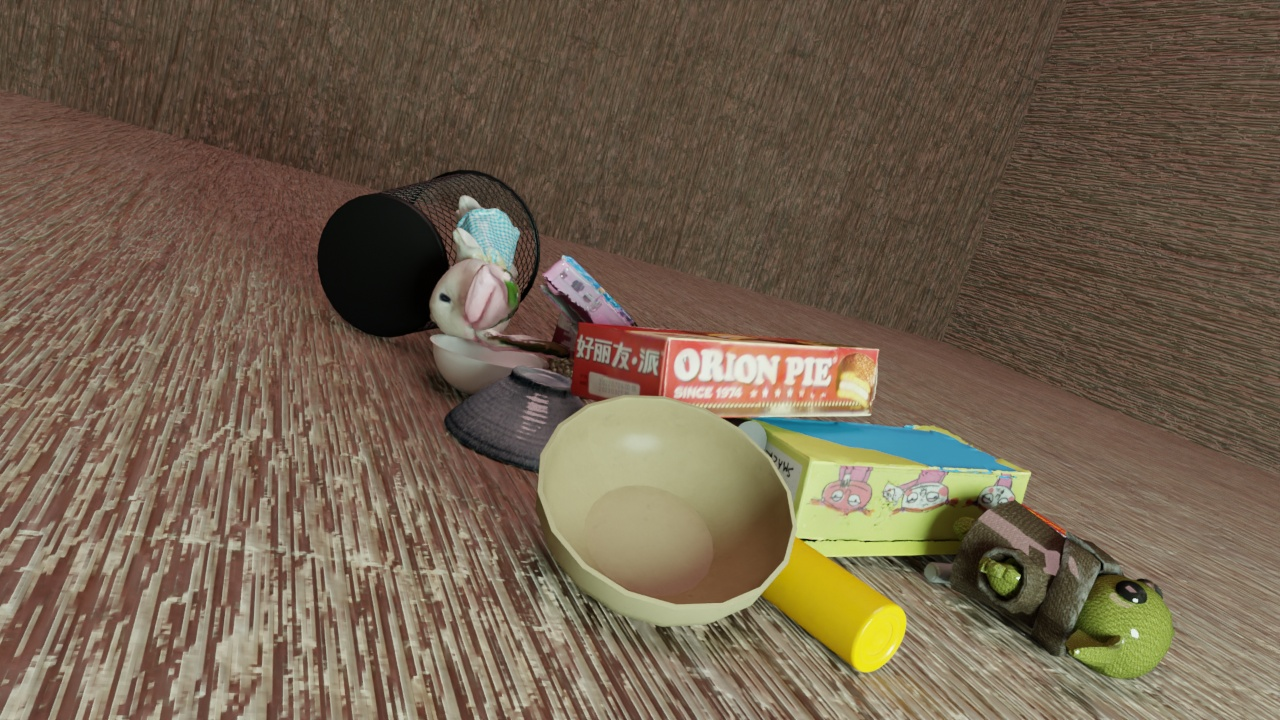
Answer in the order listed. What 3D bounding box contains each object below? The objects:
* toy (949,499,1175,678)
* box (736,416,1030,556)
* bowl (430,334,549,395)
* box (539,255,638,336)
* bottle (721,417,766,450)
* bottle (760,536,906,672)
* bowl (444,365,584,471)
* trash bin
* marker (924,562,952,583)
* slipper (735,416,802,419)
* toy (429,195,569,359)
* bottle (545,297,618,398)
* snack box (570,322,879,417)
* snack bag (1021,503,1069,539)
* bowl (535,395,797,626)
[{"bbox_3d":[0.295,0.160,0.651,0.179,0.078,0.153,10,14,-44],"label":"toy"},{"bbox_3d":[0.190,0.101,0.747,0.220,0.081,0.124,7,13,-26],"label":"box"},{"bbox_3d":[-0.142,0.011,0.841,0.110,0.040,0.110,15,9,-3],"label":"bowl"},{"bbox_3d":[-0.006,0.006,0.838,0.230,0.053,0.085,46,-6,0],"label":"box"},{"bbox_3d":[0.059,0.059,0.742,0.030,0.030,0.113,12,-3,-24],"label":"bottle"},{"bbox_3d":[0.095,0.134,0.569,0.043,0.043,0.144,9,13,-38],"label":"bottle"},{"bbox_3d":[-0.084,0.039,0.741,0.137,0.057,0.137,17,10,-3],"label":"bowl"},{"bbox_3d":[-0.234,-0.115,1.014,0.184,0.184,0.209,19,16,10],"label":"trash bin"},{"bbox_3d":[0.282,0.174,0.736,0.140,0.016,0.016,11,12,-29],"label":"marker"},{"bbox_3d":[0.066,0.010,0.937,0.269,0.055,0.098,25,13,37],"label":"slipper"},{"bbox_3d":[-0.156,-0.079,0.855,0.205,0.106,0.131,65,3,39],"label":"toy"},{"bbox_3d":[-0.063,-0.019,0.947,0.056,0.105,0.056,17,11,-3],"label":"bottle"},{"bbox_3d":[0.073,0.009,0.736,0.236,0.060,0.113,3,5,-38],"label":"snack box"},{"bbox_3d":[0.323,0.154,0.833,0.144,0.039,0.131,4,14,-18],"label":"snack bag"},{"bbox_3d":[0.011,0.092,0.538,0.152,0.051,0.152,10,42,-10],"label":"bowl"}]
